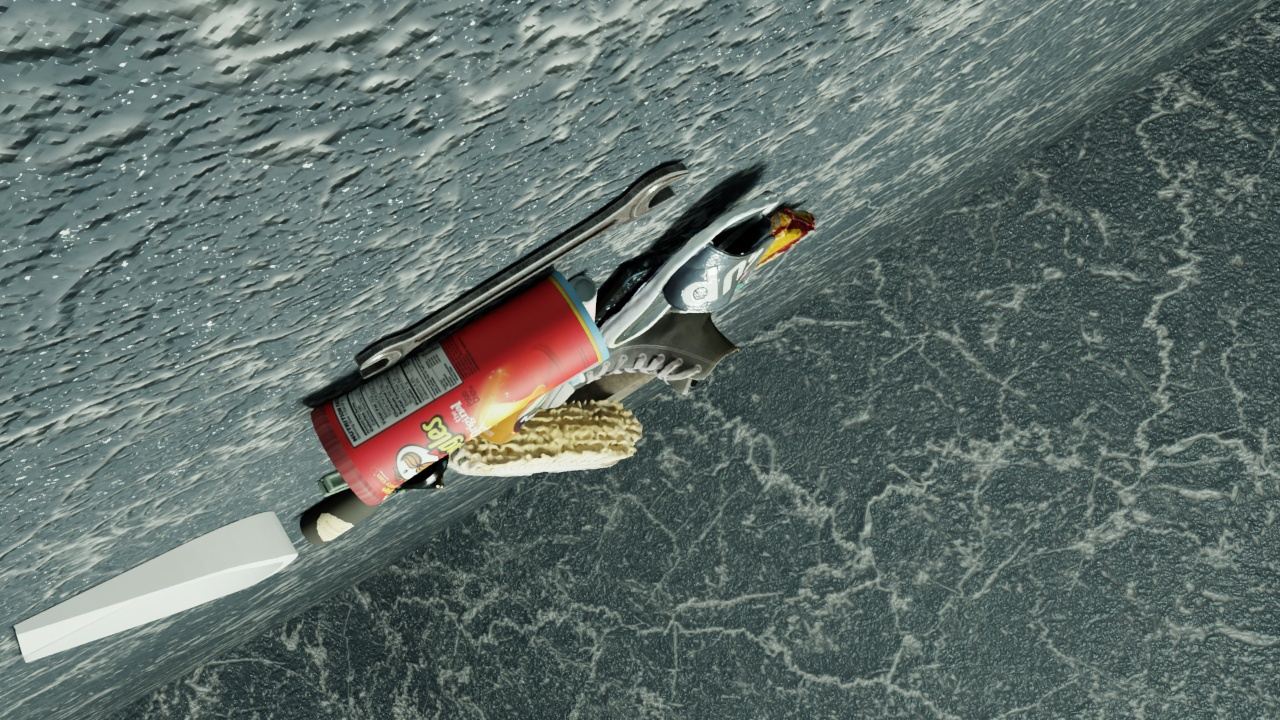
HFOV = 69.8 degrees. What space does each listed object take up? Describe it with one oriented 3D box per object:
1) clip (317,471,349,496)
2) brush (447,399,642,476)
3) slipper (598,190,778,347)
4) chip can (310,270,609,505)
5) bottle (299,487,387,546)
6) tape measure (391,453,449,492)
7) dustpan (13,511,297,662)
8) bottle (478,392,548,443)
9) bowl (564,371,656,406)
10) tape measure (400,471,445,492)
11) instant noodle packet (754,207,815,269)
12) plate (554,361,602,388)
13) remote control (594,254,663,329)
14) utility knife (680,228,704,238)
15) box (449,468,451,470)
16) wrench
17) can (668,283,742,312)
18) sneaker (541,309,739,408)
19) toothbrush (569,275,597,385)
[{"bbox_3d":[-0.319,0.128,1.014,0.037,0.023,0.074,-34,172,36],"label":"clip"},{"bbox_3d":[-0.119,0.095,1.125,0.270,0.083,0.057,2,152,-38],"label":"brush"},{"bbox_3d":[0.054,-0.072,0.876,0.111,0.063,0.265,-30,175,-43],"label":"slipper"},{"bbox_3d":[-0.136,0.019,0.706,0.213,0.087,0.087,-32,175,-8],"label":"chip can"},{"bbox_3d":[-0.335,0.165,1.133,0.185,0.045,0.045,-32,175,10],"label":"bottle"},{"bbox_3d":[-0.241,0.105,0.983,0.071,0.072,0.042,-3,168,-1],"label":"tape measure"},{"bbox_3d":[-0.490,0.245,0.952,0.257,0.053,0.192,-27,173,-38],"label":"dustpan"},{"bbox_3d":[-0.123,0.024,0.980,0.059,0.059,0.168,-25,163,-51],"label":"bottle"},{"bbox_3d":[-0.053,0.023,1.275,0.162,0.070,0.162,-31,175,-3],"label":"bowl"},{"bbox_3d":[-0.308,0.158,1.286,0.059,0.036,0.065,-24,-178,30],"label":"tape measure"},{"bbox_3d":[0.141,-0.135,1.092,0.136,0.039,0.098,-33,175,32],"label":"instant noodle packet"},{"bbox_3d":[-0.118,0.024,0.841,0.178,0.012,0.178,-14,172,-2],"label":"plate"},{"bbox_3d":[-0.028,-0.063,0.911,0.047,0.022,0.151,-27,172,-33],"label":"remote control"},{"bbox_3d":[0.063,-0.123,0.899,0.022,0.015,0.140,-12,-179,25],"label":"utility knife"},{"bbox_3d":[-0.182,0.127,1.275,0.181,0.039,0.227,-3,168,-7],"label":"box"},{"bbox_3d":[-0.085,-0.062,0.650,0.273,0.010,0.070,-31,175,0],"label":"wrench"},{"bbox_3d":[0.067,-0.089,1.004,0.101,0.055,0.055,-27,173,-41],"label":"can"},{"bbox_3d":[-0.007,0.006,1.049,0.234,0.120,0.095,-34,176,-12],"label":"sneaker"},{"bbox_3d":[-0.058,-0.019,0.878,0.026,0.027,0.223,-26,162,-14],"label":"toothbrush"}]
